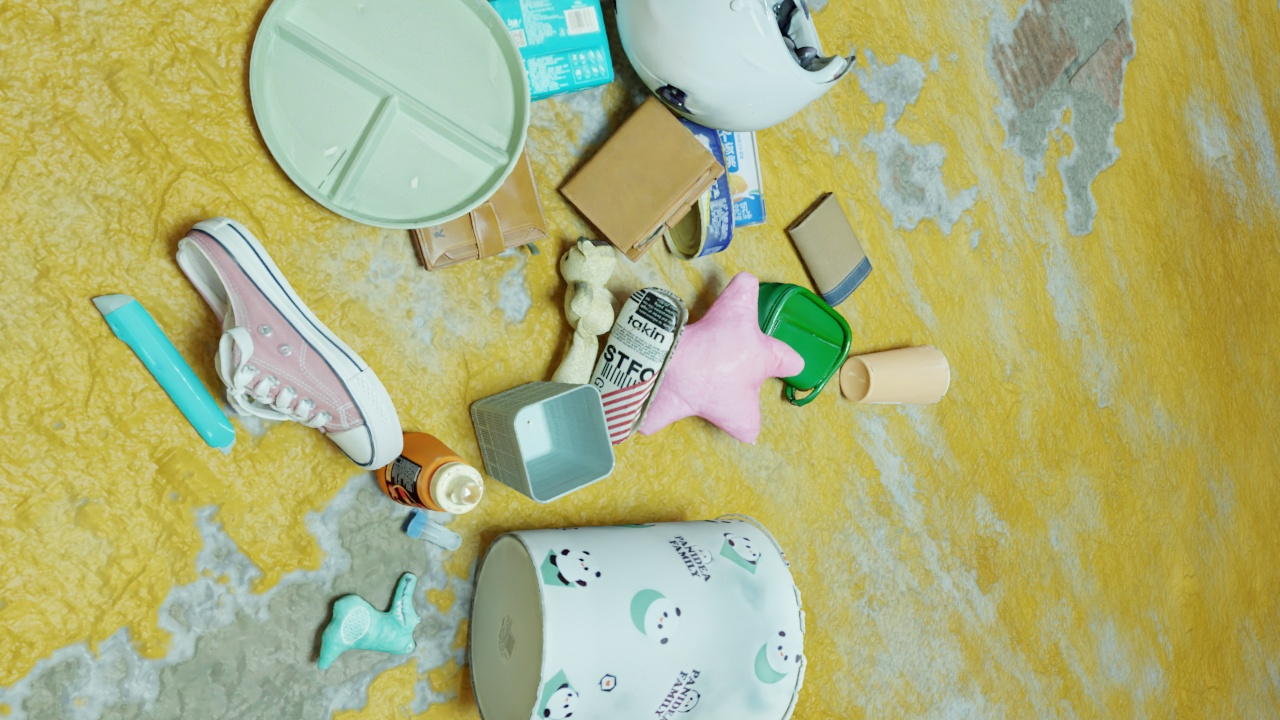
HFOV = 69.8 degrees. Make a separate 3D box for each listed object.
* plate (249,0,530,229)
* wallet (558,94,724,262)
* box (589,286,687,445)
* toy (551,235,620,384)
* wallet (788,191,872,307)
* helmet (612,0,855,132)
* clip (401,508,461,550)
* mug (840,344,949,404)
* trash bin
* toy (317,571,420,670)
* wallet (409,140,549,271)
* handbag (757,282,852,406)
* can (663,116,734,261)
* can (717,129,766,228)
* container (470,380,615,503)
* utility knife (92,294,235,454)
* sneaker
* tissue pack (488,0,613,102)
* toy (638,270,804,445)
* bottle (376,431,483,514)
[{"bbox_3d":[-0.208,-0.226,0.781,0.230,0.027,0.230,-1,93,-21],"label":"plate"},{"bbox_3d":[0.002,-0.178,0.902,0.108,0.031,0.132,44,94,0],"label":"wallet"},{"bbox_3d":[-0.005,0.003,0.926,0.082,0.075,0.164,-13,127,-62],"label":"box"},{"bbox_3d":[-0.058,-0.043,0.908,0.105,0.066,0.157,4,96,-66],"label":"toy"},{"bbox_3d":[0.228,-0.133,1.106,0.090,0.033,0.115,-44,115,-26],"label":"wallet"},{"bbox_3d":[0.066,-0.320,0.891,0.228,0.146,0.258,0,50,-54],"label":"helmet"},{"bbox_3d":[-0.193,0.160,0.855,0.058,0.038,0.026,35,73,-29],"label":"clip"},{"bbox_3d":[0.316,0.021,1.154,0.122,0.078,0.078,-4,96,-28],"label":"mug"},{"bbox_3d":[-0.014,0.257,0.870,0.251,0.230,0.229,7,89,-28],"label":"trash bin"},{"bbox_3d":[-0.237,0.235,0.826,0.092,0.030,0.096,25,72,-37],"label":"toy"},{"bbox_3d":[-0.154,-0.143,0.851,0.130,0.035,0.119,-22,100,-30],"label":"wallet"},{"bbox_3d":[0.170,-0.023,1.059,0.131,0.068,0.120,34,83,-32],"label":"handbag"},{"bbox_3d":[0.054,-0.181,0.959,0.049,0.075,0.148,-18,102,-34],"label":"can"},{"bbox_3d":[0.103,-0.213,1.001,0.053,0.053,0.134,-16,103,-32],"label":"can"},{"bbox_3d":[-0.096,0.070,0.855,0.089,0.112,0.090,-20,105,-32],"label":"container"},{"bbox_3d":[-0.371,0.011,0.727,0.029,0.013,0.158,-38,116,-23],"label":"utility knife"},{"bbox_3d":[-0.289,0.004,0.726,0.241,0.119,0.087,56,47,-17],"label":"sneaker"},{"bbox_3d":[-0.092,-0.296,0.866,0.133,0.050,0.093,-21,107,-30],"label":"tissue pack"},{"bbox_3d":[0.074,0.018,0.975,0.194,0.074,0.178,-28,97,-4],"label":"toy"},{"bbox_3d":[-0.174,0.101,0.782,0.066,0.150,0.067,-3,96,-34],"label":"bottle"}]
